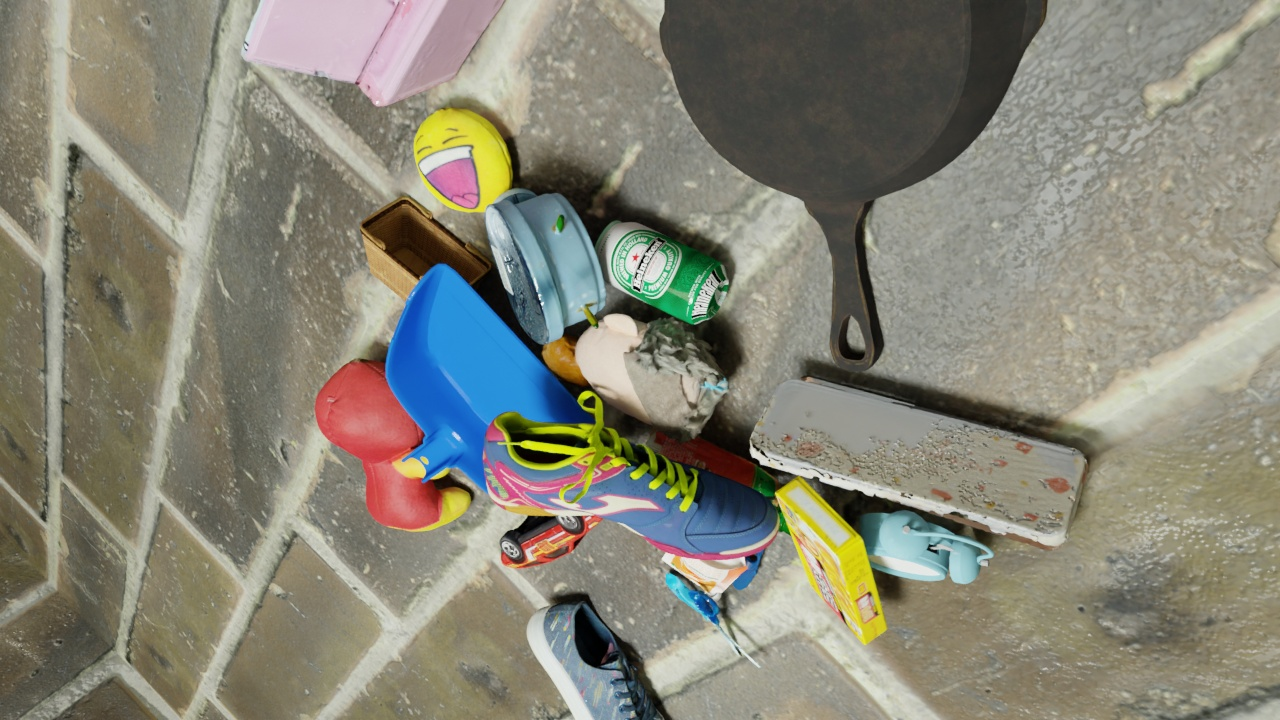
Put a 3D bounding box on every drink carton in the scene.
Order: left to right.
[{"bbox_3d":[0.057,0.189,0.854,0.069,0.038,0.122,34,153,8],"label":"drink carton"}]

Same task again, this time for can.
[{"bbox_3d":[0.016,-0.068,0.706,0.101,0.053,0.053,28,132,19],"label":"can"}]

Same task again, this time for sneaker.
[{"bbox_3d":[-0.032,0.369,1.030,0.079,0.087,0.235,-37,91,40],"label":"sneaker"},{"bbox_3d":[-0.009,0.094,0.719,0.242,0.116,0.091,10,128,7],"label":"sneaker"}]

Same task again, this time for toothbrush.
[{"bbox_3d":[0.106,0.172,0.832,0.021,0.016,0.133,33,134,17],"label":"toothbrush"}]

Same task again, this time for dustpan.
[{"bbox_3d":[-0.161,0.061,0.870,0.245,0.059,0.258,48,145,-7],"label":"dustpan"}]

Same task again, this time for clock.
[{"bbox_3d":[-0.083,-0.080,0.736,0.162,0.060,0.118,37,146,60],"label":"clock"},{"bbox_3d":[0.210,0.137,0.686,0.087,0.042,0.123,23,160,-16],"label":"clock"}]

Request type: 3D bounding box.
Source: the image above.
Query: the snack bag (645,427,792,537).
[{"bbox_3d":[0.071,0.111,0.789,0.155,0.044,0.087,26,135,25],"label":"snack bag"}]

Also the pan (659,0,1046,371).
[{"bbox_3d":[0.119,-0.143,0.583,0.249,0.043,0.356,8,123,33],"label":"pan"}]

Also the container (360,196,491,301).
[{"bbox_3d":[-0.202,-0.089,0.855,0.114,0.063,0.061,39,143,9],"label":"container"}]

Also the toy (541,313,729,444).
[{"bbox_3d":[-0.005,0.004,0.760,0.176,0.076,0.133,11,141,30],"label":"toy"}]

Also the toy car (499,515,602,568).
[{"bbox_3d":[-0.073,0.154,0.908,0.056,0.081,0.190,46,136,-6],"label":"toy car"}]

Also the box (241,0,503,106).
[{"bbox_3d":[-0.149,-0.260,0.618,0.234,0.179,0.059,-37,77,47],"label":"box"}]

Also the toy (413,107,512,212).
[{"bbox_3d":[-0.149,-0.167,0.771,0.096,0.041,0.094,-7,119,36],"label":"toy"}]

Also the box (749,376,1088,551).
[{"bbox_3d":[0.198,0.078,0.661,0.216,0.094,0.107,15,155,28],"label":"box"}]

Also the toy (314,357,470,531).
[{"bbox_3d":[-0.279,0.095,1.018,0.148,0.098,0.216,1,125,28],"label":"toy"}]

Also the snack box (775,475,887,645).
[{"bbox_3d":[0.153,0.160,0.725,0.075,0.025,0.152,47,168,44],"label":"snack box"}]

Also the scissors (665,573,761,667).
[{"bbox_3d":[0.074,0.256,0.893,0.132,0.015,0.110,47,163,5],"label":"scissors"}]
